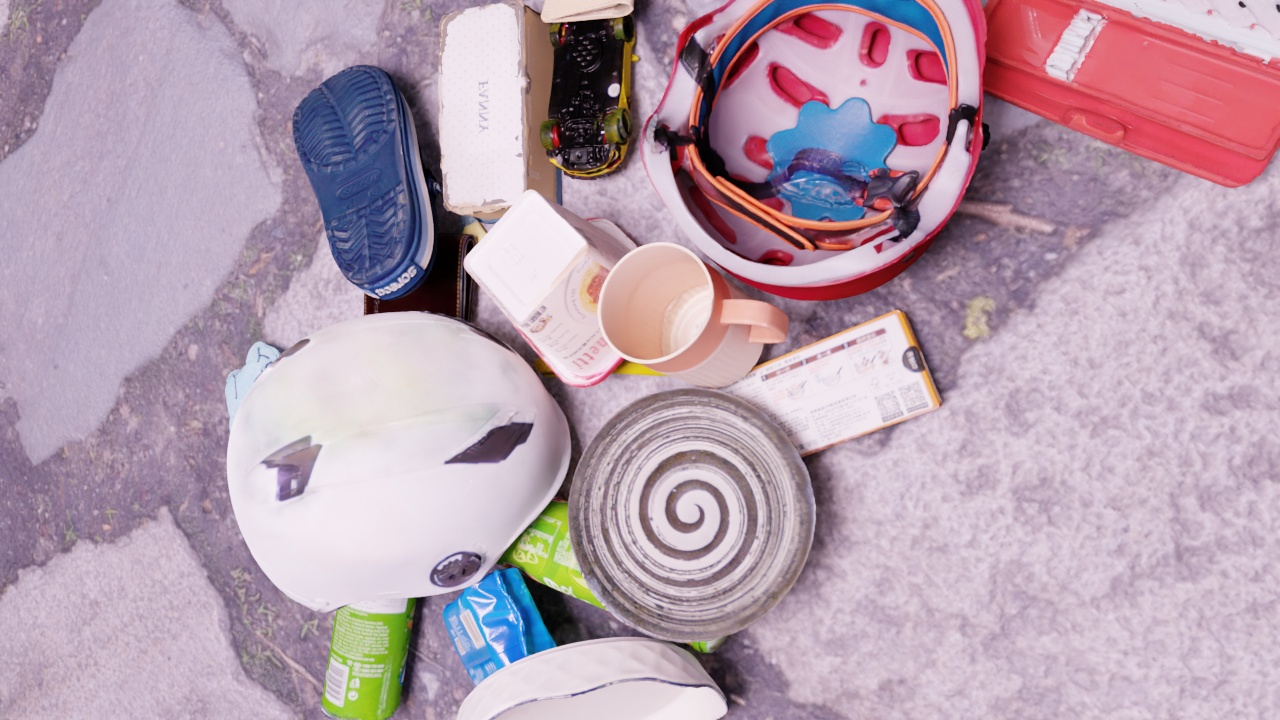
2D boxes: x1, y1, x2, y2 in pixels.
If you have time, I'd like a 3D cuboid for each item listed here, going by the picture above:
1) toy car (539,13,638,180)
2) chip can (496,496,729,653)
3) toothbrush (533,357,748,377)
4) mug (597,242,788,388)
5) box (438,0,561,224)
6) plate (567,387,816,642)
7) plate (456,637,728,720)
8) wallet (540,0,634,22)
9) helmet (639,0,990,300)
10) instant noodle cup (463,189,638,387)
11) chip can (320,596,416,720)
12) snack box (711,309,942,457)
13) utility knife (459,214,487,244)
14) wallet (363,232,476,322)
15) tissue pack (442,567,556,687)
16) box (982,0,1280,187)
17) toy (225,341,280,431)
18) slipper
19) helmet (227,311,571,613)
[{"bbox_3d":[-0.038,-0.223,0.734,0.071,0.041,0.155,-2,80,21],"label":"toy car"},{"bbox_3d":[-0.028,0.158,0.721,0.221,0.072,0.072,17,97,22],"label":"chip can"},{"bbox_3d":[-0.004,0.004,0.725,0.190,0.016,0.015,0,71,30],"label":"toothbrush"},{"bbox_3d":[0.046,-0.027,0.633,0.115,0.105,0.081,2,80,29],"label":"mug"},{"bbox_3d":[-0.116,-0.196,0.760,0.090,0.062,0.184,1,93,23],"label":"box"},{"bbox_3d":[0.035,0.109,0.659,0.179,0.024,0.179,-3,77,13],"label":"plate"},{"bbox_3d":[-0.041,0.261,0.673,0.205,0.205,0.045,-32,50,20],"label":"plate"},{"bbox_3d":[-0.037,-0.322,0.728,0.087,0.024,0.115,0,74,28],"label":"wallet"},{"bbox_3d":[0.123,-0.149,0.618,0.207,0.144,0.240,24,83,19],"label":"helmet"},{"bbox_3d":[-0.057,-0.058,0.688,0.116,0.124,0.116,-46,63,5],"label":"instant noodle cup"},{"bbox_3d":[-0.229,0.194,0.806,0.072,0.072,0.236,13,96,22],"label":"chip can"},{"bbox_3d":[0.134,0.026,0.675,0.154,0.026,0.075,-23,81,22],"label":"snack box"},{"bbox_3d":[-0.112,-0.067,0.783,0.031,0.018,0.167,-43,77,14],"label":"utility knife"},{"bbox_3d":[-0.199,-0.067,0.814,0.122,0.020,0.096,7,94,30],"label":"wallet"},{"bbox_3d":[-0.114,0.224,0.744,0.095,0.052,0.157,62,151,11],"label":"tissue pack"},{"bbox_3d":[0.321,-0.213,0.576,0.201,0.058,0.161,30,117,20],"label":"box"},{"bbox_3d":[-0.330,0.047,0.860,0.162,0.049,0.156,-40,74,23],"label":"toy"},{"bbox_3d":[-0.220,-0.152,0.784,0.105,0.095,0.252,-30,57,7],"label":"slipper"},{"bbox_3d":[-0.189,0.051,0.689,0.258,0.146,0.228,-16,53,-5],"label":"helmet"}]
